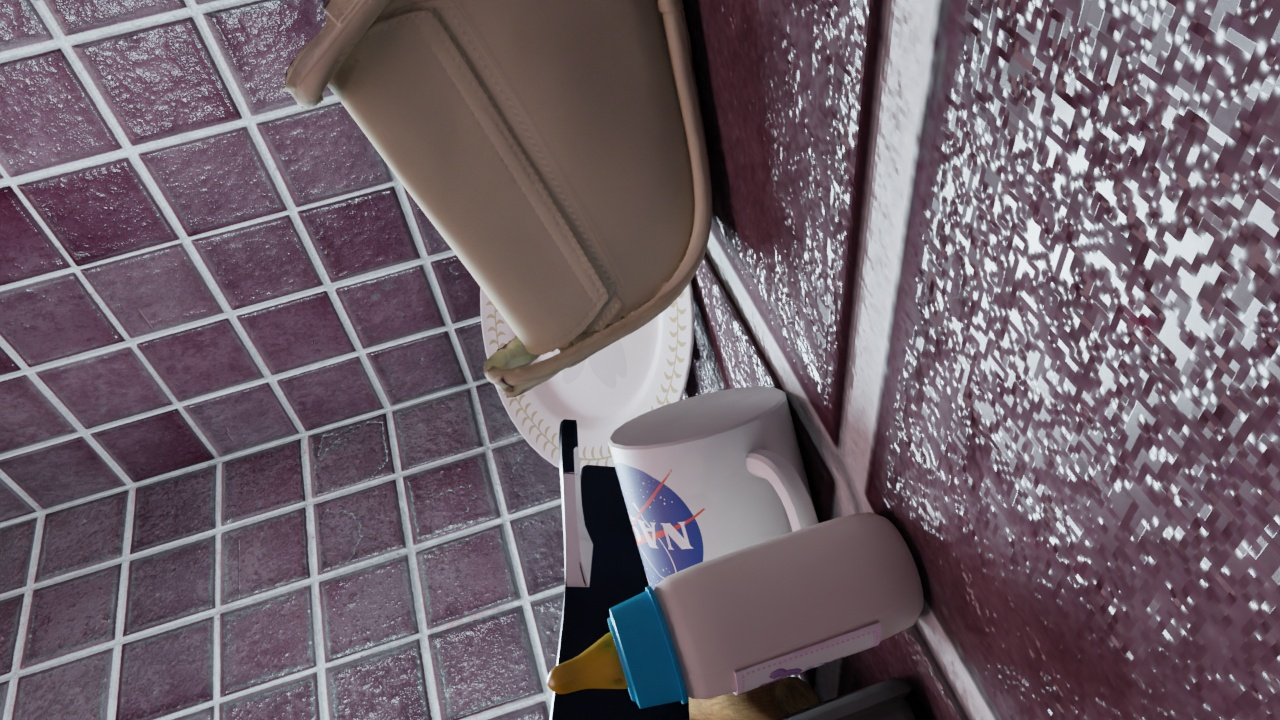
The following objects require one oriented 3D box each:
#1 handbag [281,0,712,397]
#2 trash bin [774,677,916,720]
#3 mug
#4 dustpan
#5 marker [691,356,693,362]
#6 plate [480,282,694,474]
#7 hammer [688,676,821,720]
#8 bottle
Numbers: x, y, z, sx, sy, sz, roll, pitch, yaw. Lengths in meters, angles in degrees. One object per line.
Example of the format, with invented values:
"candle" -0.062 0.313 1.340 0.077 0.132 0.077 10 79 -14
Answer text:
"handbag" -0.056 -0.121 0.476 0.229 0.184 0.132 58 -178 -25
"trash bin" 0.106 0.276 0.421 0.192 0.097 0.219 90 160 -66
"mug" 0.046 0.070 0.449 0.121 0.090 0.090 1 109 62
"dustpan" -0.017 0.157 0.551 0.235 0.080 0.274 -88 4 -62
"marker" 0.011 -0.066 0.652 0.019 0.019 0.145 -141 35 -78
"plate" -0.044 -0.035 0.678 0.243 0.016 0.242 8 102 46
"hammer" 0.065 0.274 0.715 0.132 0.040 0.306 46 154 5
"bottle" 0.034 0.102 0.356 0.051 0.146 0.051 162 91 -83
